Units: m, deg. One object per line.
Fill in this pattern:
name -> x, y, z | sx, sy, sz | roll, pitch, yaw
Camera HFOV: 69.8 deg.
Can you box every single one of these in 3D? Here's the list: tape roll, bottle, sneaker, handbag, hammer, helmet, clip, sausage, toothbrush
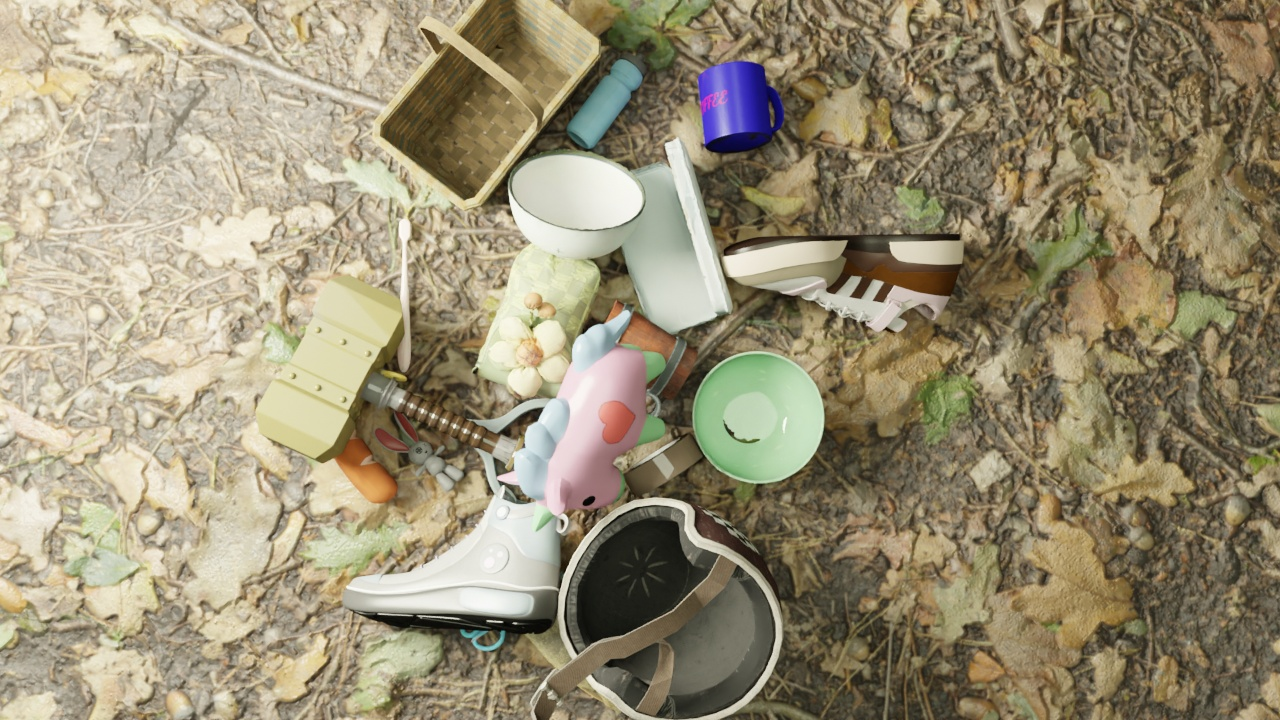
tape roll -> 0.025, 0.119, 1.049 | 0.093, 0.094, 0.030 | -32, 88, -5
bottle -> -0.037, -0.316, 1.102 | 0.040, 0.040, 0.130 | 36, 85, 0
sneaker -> 0.233, -0.087, 1.073 | 0.293, 0.112, 0.116 | -3, 99, -16
handbag -> -0.115, -0.046, 1.041 | 0.113, 0.117, 0.186 | 17, 85, -3
hammer -> -0.226, 0.063, 1.014 | 0.325, 0.101, 0.190 | 26, 75, -7
helmet -> 0.025, 0.266, 0.958 | 0.233, 0.253, 0.233 | 28, 90, -18
clip -> -0.146, 0.124, 1.073 | 0.169, 0.031, 0.164 | -6, 85, -3
sausage -> -0.338, 0.094, 1.058 | 0.044, 0.039, 0.164 | -33, 88, -8
sneaker -> -0.205, 0.218, 1.027 | 0.257, 0.093, 0.160 | -1, 64, 19
toothbrush -> -0.279, -0.076, 1.086 | 0.015, 0.018, 0.181 | 0, 89, -2

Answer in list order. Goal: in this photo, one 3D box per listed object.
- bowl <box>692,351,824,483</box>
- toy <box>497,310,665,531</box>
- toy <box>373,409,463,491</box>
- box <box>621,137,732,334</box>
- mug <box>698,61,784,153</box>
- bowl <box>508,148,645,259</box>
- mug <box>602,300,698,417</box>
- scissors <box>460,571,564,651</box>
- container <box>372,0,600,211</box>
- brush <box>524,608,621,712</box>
bowl -> 0.131, 0.066, 1.067 | 0.151, 0.077, 0.151 | 0, 86, -3
toy -> -0.057, 0.062, 0.966 | 0.170, 0.120, 0.222 | -10, 108, -37
toy -> -0.255, 0.107, 1.066 | 0.111, 0.030, 0.049 | 41, 56, -2
box -> 0.041, -0.140, 1.063 | 0.130, 0.105, 0.210 | -22, 87, -1
mug -> 0.126, -0.300, 1.098 | 0.111, 0.079, 0.083 | -3, 86, -32
bowl -> -0.075, -0.167, 1.039 | 0.153, 0.073, 0.153 | 7, 44, -7
mug -> -0.006, 0.006, 1.069 | 0.111, 0.081, 0.117 | 29, 103, -5
scissors -> -0.145, 0.287, 1.070 | 0.136, 0.015, 0.055 | -34, 87, -3
container -> -0.170, -0.302, 1.020 | 0.157, 0.186, 0.250 | 38, 85, 0
brush -> -0.078, 0.331, 1.053 | 0.195, 0.043, 0.059 | 45, 84, -3
